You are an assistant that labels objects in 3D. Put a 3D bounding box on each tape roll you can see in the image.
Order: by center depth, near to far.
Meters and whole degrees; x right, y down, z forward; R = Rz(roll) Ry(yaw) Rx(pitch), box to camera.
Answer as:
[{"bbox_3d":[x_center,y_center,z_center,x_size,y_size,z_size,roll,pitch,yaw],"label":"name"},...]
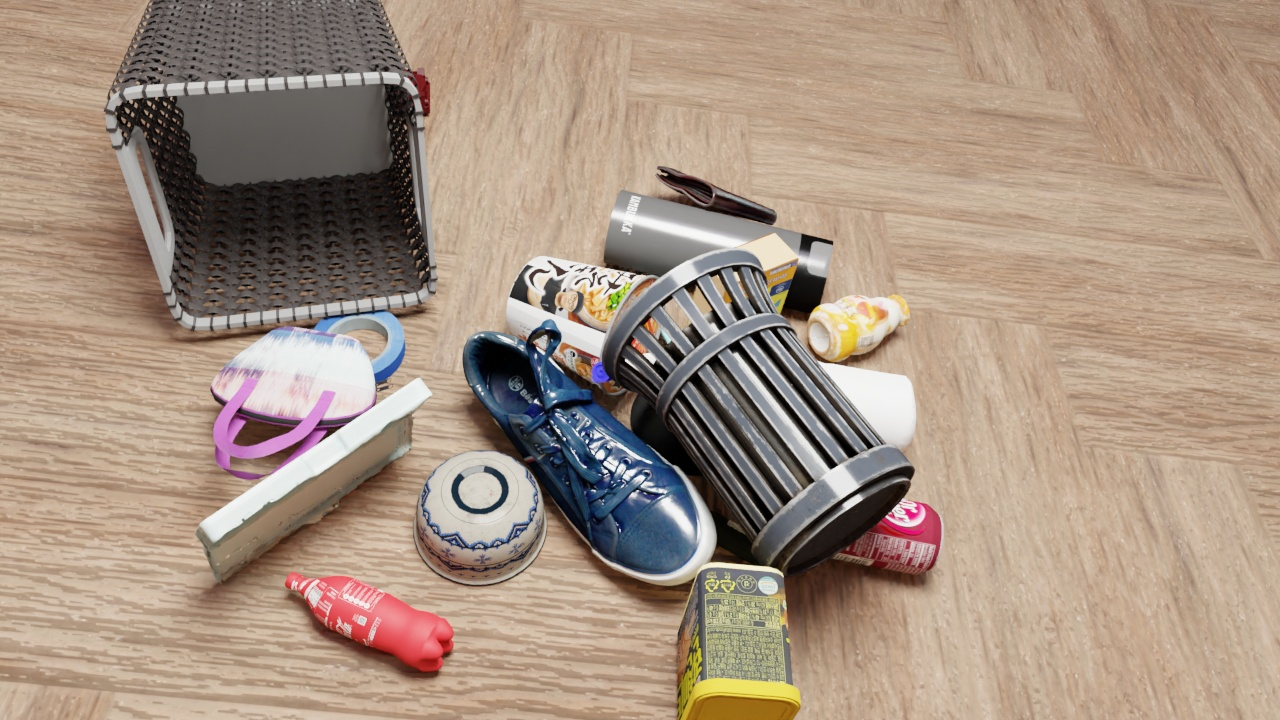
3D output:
[{"bbox_3d":[-0.278,-0.014,0.902,0.092,0.016,0.091,-29,60,-28],"label":"tape roll"}]

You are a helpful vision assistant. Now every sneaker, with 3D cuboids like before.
[{"bbox_3d":[-0.055,0.068,0.778,0.120,0.127,0.294,-46,64,-2],"label":"sneaker"}]

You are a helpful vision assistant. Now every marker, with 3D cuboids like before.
[{"bbox_3d":[-0.005,0.005,0.876,0.020,0.020,0.141,34,18,19],"label":"marker"}]

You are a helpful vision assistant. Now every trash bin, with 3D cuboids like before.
[{"bbox_3d":[0.097,0.047,0.748,0.164,0.165,0.227,-23,61,-25],"label":"trash bin"}]

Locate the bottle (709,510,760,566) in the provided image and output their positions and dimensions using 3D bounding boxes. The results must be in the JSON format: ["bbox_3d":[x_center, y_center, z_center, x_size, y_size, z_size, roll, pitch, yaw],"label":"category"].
[{"bbox_3d":[0.070,0.150,0.813,0.106,0.025,0.025,28,52,14],"label":"bottle"}]

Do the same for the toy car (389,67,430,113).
[{"bbox_3d":[-0.348,-0.344,1.135,0.169,0.062,0.070,-2,51,-10],"label":"toy car"}]

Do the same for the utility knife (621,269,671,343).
[{"bbox_3d":[0.018,-0.049,0.970,0.022,0.015,0.168,-4,43,-33],"label":"utility knife"}]

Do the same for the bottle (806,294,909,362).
[{"bbox_3d":[0.232,-0.039,0.971,0.108,0.063,0.063,-18,55,-22],"label":"bottle"}]

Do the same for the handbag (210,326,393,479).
[{"bbox_3d":[-0.302,0.041,0.782,0.144,0.068,0.169,9,28,-1],"label":"handbag"}]

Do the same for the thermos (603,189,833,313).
[{"bbox_3d":[0.086,-0.118,1.001,0.240,0.082,0.082,14,50,3],"label":"thermos"}]

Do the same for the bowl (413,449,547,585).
[{"bbox_3d":[-0.136,0.125,0.780,0.115,0.059,0.115,4,50,-5],"label":"bowl"}]

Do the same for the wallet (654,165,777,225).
[{"bbox_3d":[0.085,-0.190,1.049,0.099,0.031,0.120,12,17,-37],"label":"wallet"}]

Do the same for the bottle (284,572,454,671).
[{"bbox_3d":[-0.214,0.199,0.718,0.141,0.042,0.041,21,51,9],"label":"bottle"}]

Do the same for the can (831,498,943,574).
[{"bbox_3d":[0.202,0.148,0.809,0.114,0.063,0.063,11,50,0],"label":"can"}]

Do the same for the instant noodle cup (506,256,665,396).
[{"bbox_3d":[-0.058,-0.044,0.903,0.122,0.124,0.123,22,50,21],"label":"instant noodle cup"}]

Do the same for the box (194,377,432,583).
[{"bbox_3d":[-0.261,0.092,0.738,0.196,0.136,0.043,-37,82,-32],"label":"box"}]

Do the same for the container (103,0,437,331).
[{"bbox_3d":[-0.347,-0.212,0.900,0.245,0.248,0.243,-8,44,-15],"label":"container"}]

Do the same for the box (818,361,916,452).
[{"bbox_3d":[0.184,0.038,0.893,0.161,0.081,0.091,8,62,0],"label":"box"}]

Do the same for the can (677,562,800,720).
[{"bbox_3d":[0.067,0.226,0.682,0.072,0.131,0.100,6,47,-4],"label":"can"}]

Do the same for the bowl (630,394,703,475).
[{"bbox_3d":[0.055,0.044,0.880,0.124,0.053,0.123,4,50,-5],"label":"bowl"}]

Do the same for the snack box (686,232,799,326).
[{"bbox_3d":[0.098,-0.057,0.923,0.088,0.126,0.040,-23,57,-25],"label":"snack box"}]
